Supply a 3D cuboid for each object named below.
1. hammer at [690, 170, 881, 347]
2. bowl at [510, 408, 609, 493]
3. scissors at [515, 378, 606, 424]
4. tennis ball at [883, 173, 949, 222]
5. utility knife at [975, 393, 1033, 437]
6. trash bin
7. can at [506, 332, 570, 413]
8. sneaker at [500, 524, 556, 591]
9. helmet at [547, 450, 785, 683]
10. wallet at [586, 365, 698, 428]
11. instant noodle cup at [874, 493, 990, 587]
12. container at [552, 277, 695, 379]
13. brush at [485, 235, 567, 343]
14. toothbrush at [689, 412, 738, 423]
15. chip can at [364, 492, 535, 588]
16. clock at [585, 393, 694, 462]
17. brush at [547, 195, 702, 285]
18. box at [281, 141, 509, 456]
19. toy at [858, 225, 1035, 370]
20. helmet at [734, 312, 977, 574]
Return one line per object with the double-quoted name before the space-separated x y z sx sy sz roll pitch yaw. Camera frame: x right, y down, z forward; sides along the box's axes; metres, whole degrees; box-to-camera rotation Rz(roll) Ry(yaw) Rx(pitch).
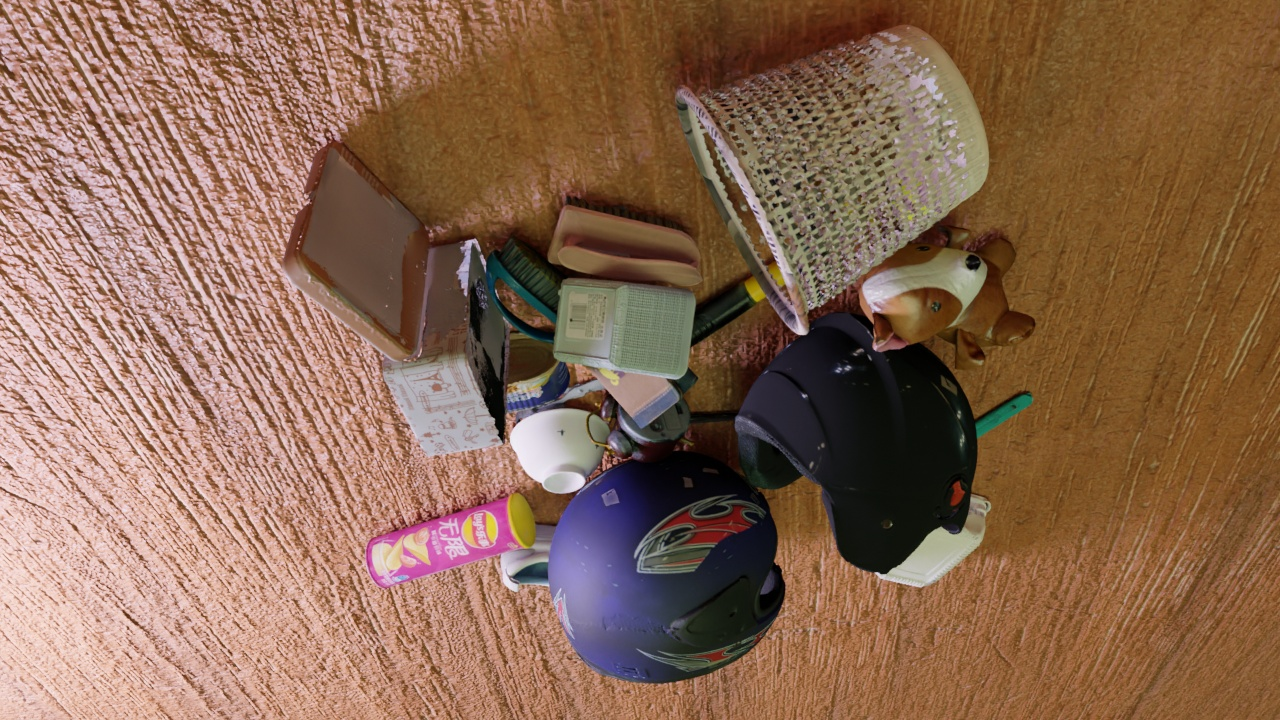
"hammer" 0.113 -0.069 0.946 0.301 0.032 0.128 -33 127 24
"bowl" -0.092 0.115 1.069 0.118 0.064 0.118 -5 143 -4
"scissors" -0.072 0.038 1.047 0.168 0.014 0.157 11 132 -23
"tennis ball" 0.256 -0.158 0.850 0.065 0.065 0.066 -3 134 -3
"utility knife" 0.420 0.085 1.140 0.029 0.013 0.152 30 124 -32
"trash bin" 0.161 -0.163 0.752 0.192 0.227 0.227 -28 132 3
"can" -0.150 0.015 0.973 0.148 0.074 0.049 -9 138 4
"sneaker" -0.068 0.278 1.225 0.242 0.090 0.090 8 134 -14
"helmet" 0.048 0.227 1.093 0.314 0.247 0.241 -6 122 -34
"wallet" -0.006 0.006 0.971 0.115 0.033 0.090 49 121 0
"instant noodle cup" 0.390 0.249 1.266 0.138 0.060 0.174 16 129 -20
"container" -0.017 -0.032 0.871 0.090 0.090 0.111 8 -178 35
"brush" -0.100 -0.059 0.908 0.073 0.055 0.144 -41 130 12
"toothbrush" 0.126 0.064 1.088 0.181 0.015 0.018 -4 128 -3
"chip can" -0.244 0.232 1.175 0.211 0.071 0.071 -18 133 12
"clock" -0.001 0.071 1.032 0.121 0.082 0.055 -4 145 -18
"brush" -0.011 -0.105 0.870 0.145 0.073 0.063 10 131 -18
"box" -0.205 -0.055 0.825 0.105 0.178 0.261 -11 134 5
"toy" 0.293 -0.065 0.889 0.199 0.140 0.131 4 156 -27
"helmet" 0.238 0.081 0.968 0.274 0.233 0.230 21 98 -27
